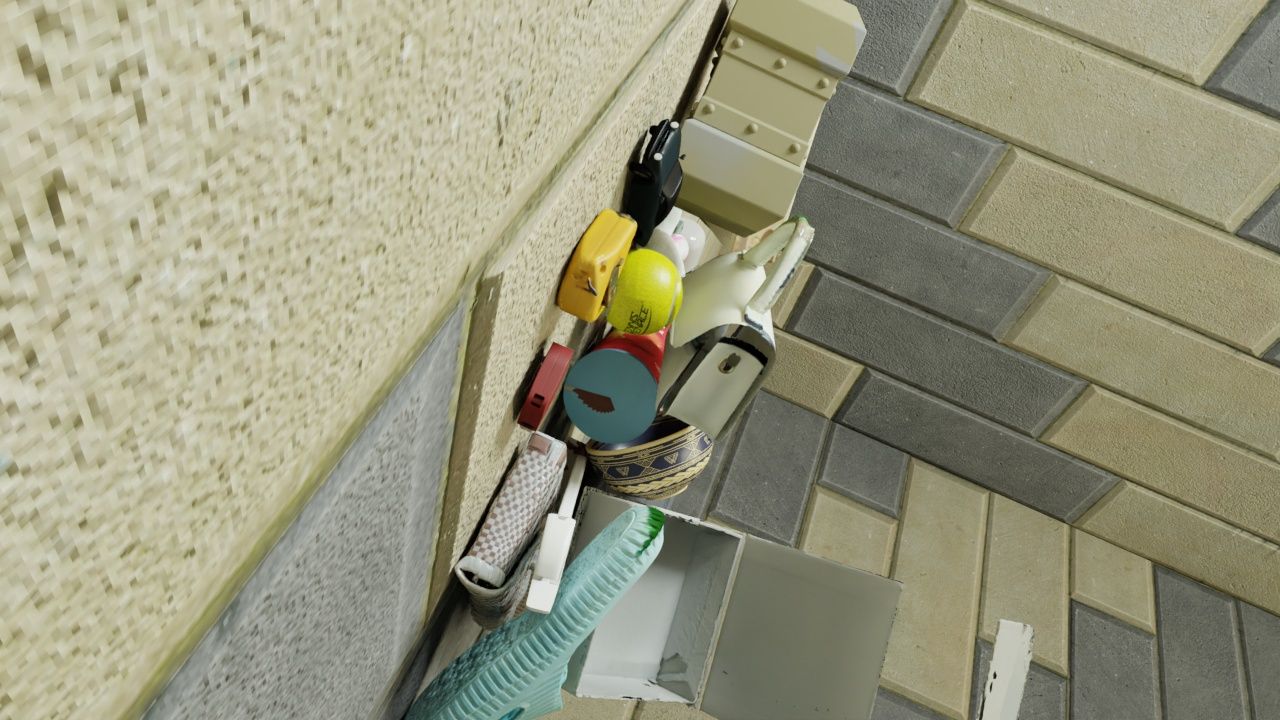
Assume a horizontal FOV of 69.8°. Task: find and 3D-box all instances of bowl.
[{"bbox_3d":[0.014,0.087,0.807,0.112,0.112,0.061,-54,128,-74],"label":"bowl"}]

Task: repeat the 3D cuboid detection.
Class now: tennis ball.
[{"bbox_3d":[-0.001,-0.052,0.702,0.065,0.065,0.065,27,86,-86],"label":"tennis ball"}]

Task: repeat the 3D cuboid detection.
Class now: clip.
[{"bbox_3d":[0.017,-0.108,0.911,0.023,0.043,0.076,91,23,-76],"label":"clip"}]

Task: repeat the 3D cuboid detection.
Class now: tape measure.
[{"bbox_3d":[-0.028,-0.053,0.574,0.068,0.030,0.059,-61,172,-49],"label":"tape measure"},{"bbox_3d":[-0.063,0.016,0.596,0.059,0.019,0.051,123,-9,-64],"label":"tape measure"}]

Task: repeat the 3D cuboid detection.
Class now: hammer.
[{"bbox_3d":[0.088,-0.211,0.862,0.325,0.100,0.190,-130,-117,-85],"label":"hammer"}]

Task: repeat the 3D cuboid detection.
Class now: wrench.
[{"bbox_3d":[-0.057,0.116,0.689,0.273,0.018,0.066,-85,-170,-82],"label":"wrench"}]

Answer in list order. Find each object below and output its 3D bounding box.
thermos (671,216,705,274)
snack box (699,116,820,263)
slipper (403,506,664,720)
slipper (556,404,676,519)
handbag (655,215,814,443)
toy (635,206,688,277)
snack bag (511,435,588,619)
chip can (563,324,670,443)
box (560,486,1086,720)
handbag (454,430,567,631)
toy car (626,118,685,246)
[{"bbox_3d":[0.016,-0.059,1.019,0.052,0.052,0.225,-62,175,-50],"label":"thermos"},{"bbox_3d":[0.132,-0.230,1.016,0.153,0.055,0.208,-112,-147,-62],"label":"snack box"},{"bbox_3d":[-0.073,0.213,0.656,0.276,0.069,0.116,-43,-177,4],"label":"slipper"},{"bbox_3d":[-0.037,0.143,0.877,0.083,0.111,0.267,-10,-142,40],"label":"slipper"},{"bbox_3d":[0.072,-0.044,0.719,0.176,0.074,0.151,-57,-168,29],"label":"handbag"},{"bbox_3d":[0.019,-0.091,0.830,0.125,0.037,0.076,-74,151,-43],"label":"toy"},{"bbox_3d":[-0.074,0.190,0.963,0.069,0.094,0.206,-44,157,-81],"label":"snack bag"},{"bbox_3d":[-0.005,0.005,0.858,0.213,0.087,0.087,-52,166,-72],"label":"chip can"},{"bbox_3d":[0.178,0.267,0.833,0.234,0.528,0.167,110,-4,-83],"label":"box"},{"bbox_3d":[-0.096,0.141,0.719,0.186,0.047,0.124,106,7,-65],"label":"handbag"},{"bbox_3d":[0.011,-0.123,0.651,0.112,0.034,0.046,106,9,-65],"label":"toy car"}]
